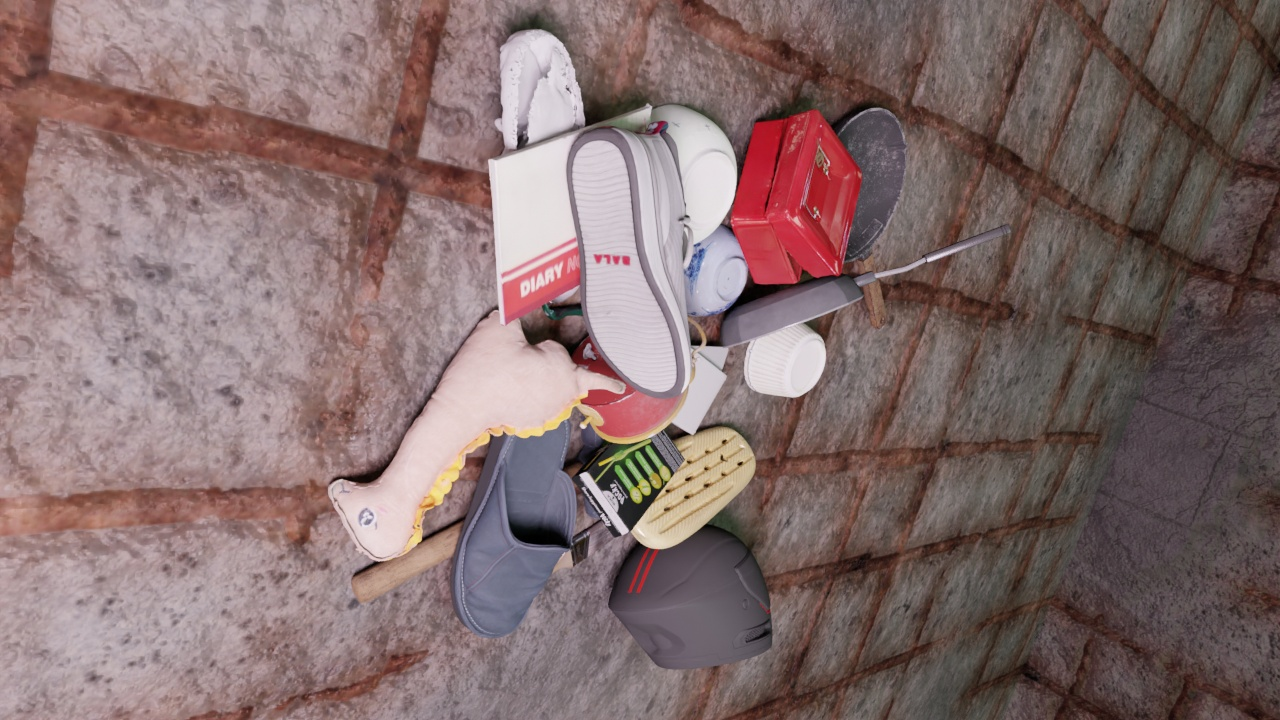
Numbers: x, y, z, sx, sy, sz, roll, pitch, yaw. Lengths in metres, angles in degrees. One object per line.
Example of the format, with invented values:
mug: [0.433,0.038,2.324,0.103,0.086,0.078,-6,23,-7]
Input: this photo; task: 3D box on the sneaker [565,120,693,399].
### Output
sneaker: [0.010,-0.095,0.855,0.128,0.097,0.263,-40,126,-50]

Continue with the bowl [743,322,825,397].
bowl: [0.199,-0.001,1.223,0.115,0.062,0.115,-22,125,-37]

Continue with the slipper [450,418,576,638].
slipper: [-0.116,0.175,0.930,0.108,0.083,0.266,4,107,-43]

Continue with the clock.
clock: [-0.006,0.006,0.950,0.159,0.117,0.081,-34,133,1]

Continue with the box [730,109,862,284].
box: [0.165,-0.181,1.033,0.134,0.113,0.157,45,54,-42]

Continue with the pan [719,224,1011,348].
pan: [0.259,-0.096,1.089,0.178,0.357,0.041,-31,101,-82]

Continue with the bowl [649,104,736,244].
bowl: [0.047,-0.186,0.965,0.153,0.073,0.154,-21,123,-36]

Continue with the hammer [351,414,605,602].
hammer: [-0.156,0.167,0.974,0.320,0.040,0.129,-25,122,-34]

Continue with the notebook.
notebook: [-0.056,-0.136,0.835,0.208,0.012,0.153,-33,136,-43]

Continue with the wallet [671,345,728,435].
wallet: [0.060,0.021,1.114,0.118,0.037,0.115,35,85,-52]

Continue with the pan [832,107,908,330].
pan: [0.298,-0.175,1.253,0.207,0.040,0.357,-42,136,-22]

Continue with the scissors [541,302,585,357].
scissors: [-0.036,-0.059,0.991,0.209,0.015,0.142,-30,128,-31]

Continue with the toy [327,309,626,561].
toy: [-0.154,0.081,0.855,0.264,0.196,0.065,-62,176,-16]

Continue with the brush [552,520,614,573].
brush: [-0.084,0.231,1.096,0.150,0.012,0.039,-29,129,-33]

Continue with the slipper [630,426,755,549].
slipper: [0.048,0.156,1.139,0.260,0.111,0.079,-24,168,-49]

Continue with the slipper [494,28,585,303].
slipper: [-0.094,-0.171,0.826,0.112,0.075,0.247,-55,153,-50]

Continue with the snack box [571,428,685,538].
snack box: [-0.010,0.120,1.020,0.080,0.025,0.147,55,37,-8]

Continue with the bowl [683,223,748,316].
bowl: [0.091,-0.099,1.075,0.114,0.045,0.114,-22,125,-36]

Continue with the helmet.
helmet: [0.068,0.293,1.168,0.264,0.165,0.170,2,80,-52]
